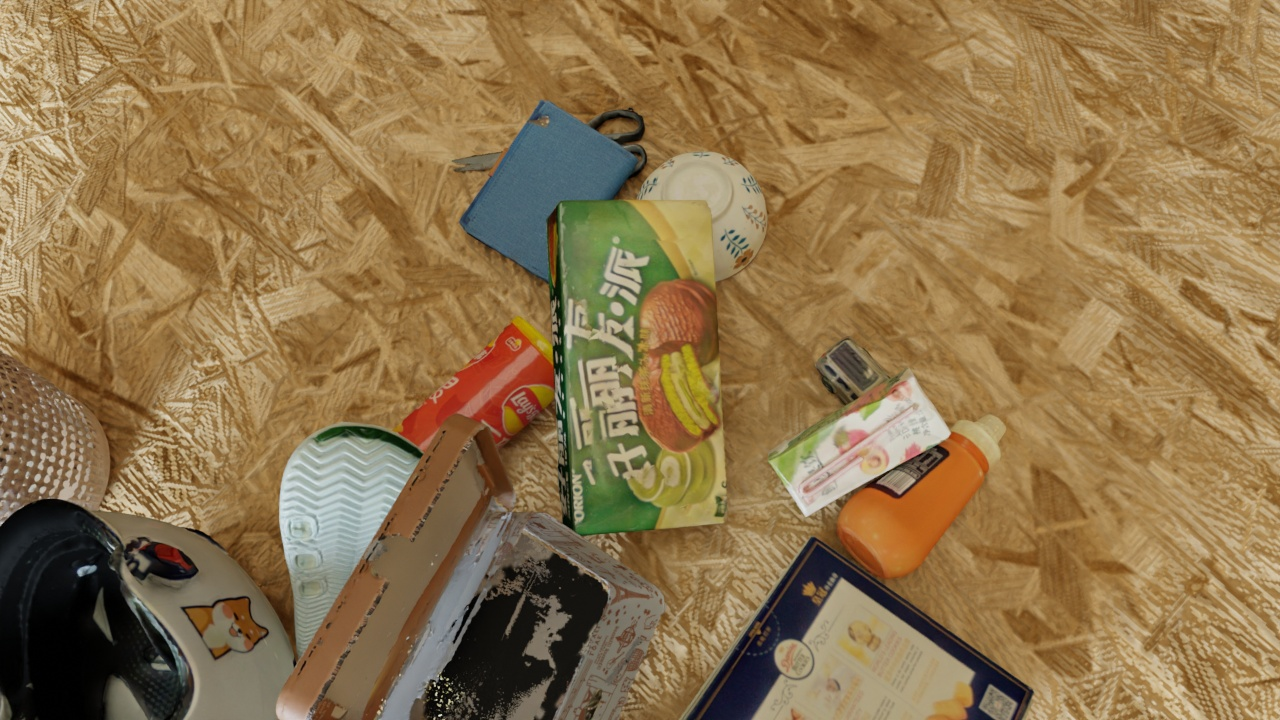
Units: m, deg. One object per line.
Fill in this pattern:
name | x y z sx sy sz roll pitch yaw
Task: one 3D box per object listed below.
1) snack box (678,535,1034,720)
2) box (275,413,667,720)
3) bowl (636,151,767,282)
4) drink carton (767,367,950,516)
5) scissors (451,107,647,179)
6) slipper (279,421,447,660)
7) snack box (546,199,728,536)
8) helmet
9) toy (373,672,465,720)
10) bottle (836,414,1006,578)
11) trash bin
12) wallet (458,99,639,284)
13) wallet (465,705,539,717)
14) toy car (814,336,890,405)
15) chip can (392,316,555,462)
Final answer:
snack box | 0.139 0.238 0.604 0.182 0.046 0.177 34 55 16
box | -0.102 0.168 0.568 0.126 0.274 0.178 8 60 34
bowl | 0.047 -0.126 0.753 0.113 0.062 0.113 -2 72 7
drink carton | 0.158 0.060 0.670 0.123 0.045 0.053 -33 91 13
scissors | -0.079 -0.174 0.807 0.174 0.014 0.135 -37 71 -5
slipper | -0.192 0.130 0.632 0.104 0.246 0.074 3 40 -19
snack box | -0.004 0.004 0.673 0.114 0.063 0.240 -2 89 -14
helmet | -0.331 0.225 0.634 0.230 0.156 0.274 -47 62 21
toy | -0.162 0.274 0.644 0.105 0.066 0.157 21 90 28
bottle | 0.212 0.092 0.670 0.149 0.067 0.067 -40 73 -14
trash bin | -0.526 0.073 0.687 0.227 0.192 0.227 -2 73 6
wallet | -0.080 -0.143 0.779 0.106 0.040 0.133 33 87 9
wallet | -0.095 0.302 0.658 0.087 0.024 0.115 12 73 8
toy car | 0.176 0.024 0.706 0.042 0.035 0.090 -39 76 -4
chip can | -0.151 0.061 0.714 0.216 0.073 0.073 -42 73 -6
